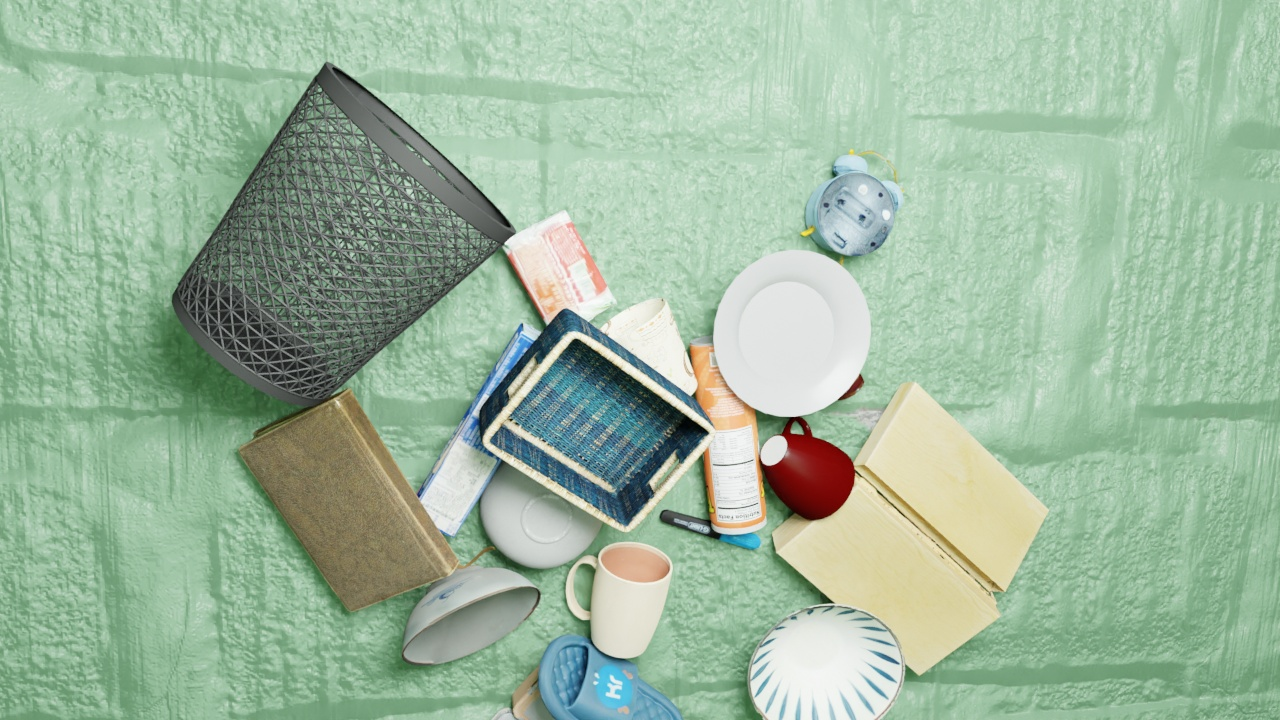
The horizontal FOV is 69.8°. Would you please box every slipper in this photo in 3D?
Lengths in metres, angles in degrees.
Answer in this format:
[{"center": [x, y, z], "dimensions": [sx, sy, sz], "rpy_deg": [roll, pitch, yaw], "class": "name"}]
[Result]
[{"center": [-0.023, 0.369, 1.006], "dimensions": [0.213, 0.103, 0.059], "rpy_deg": [38, 125, -24], "class": "slipper"}]

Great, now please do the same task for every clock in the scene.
[{"center": [0.233, -0.169, 0.996], "dimensions": [0.089, 0.051, 0.124], "rpy_deg": [34, 90, -12], "class": "clock"}]

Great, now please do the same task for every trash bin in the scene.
[{"center": [-0.276, -0.102, 0.837], "dimensions": [0.217, 0.217, 0.243], "rpy_deg": [42, 96, -14], "class": "trash bin"}]

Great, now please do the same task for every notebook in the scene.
[{"center": [-0.273, 0.138, 0.912], "dimensions": [0.190, 0.034, 0.215], "rpy_deg": [-23, 104, 24], "class": "notebook"}]

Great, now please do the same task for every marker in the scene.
[{"center": [0.080, 0.192, 1.041], "dimensions": [0.123, 0.015, 0.018], "rpy_deg": [18, 95, -11], "class": "marker"}]

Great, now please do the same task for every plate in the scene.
[{"center": [0.157, -0.028, 0.959], "dimensions": [0.172, 0.019, 0.173], "rpy_deg": [-2, 98, -12], "class": "plate"}]

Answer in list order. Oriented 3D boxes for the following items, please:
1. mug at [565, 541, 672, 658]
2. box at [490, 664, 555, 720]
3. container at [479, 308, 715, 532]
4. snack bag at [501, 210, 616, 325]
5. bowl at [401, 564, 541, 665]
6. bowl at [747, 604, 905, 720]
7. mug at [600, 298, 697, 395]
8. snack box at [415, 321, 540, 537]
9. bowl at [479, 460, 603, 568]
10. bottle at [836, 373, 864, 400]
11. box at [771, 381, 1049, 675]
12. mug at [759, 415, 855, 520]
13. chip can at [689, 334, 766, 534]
[{"center": [-0.028, 0.259, 1.003], "dimensions": [0.111, 0.085, 0.104], "rpy_deg": [15, 108, 15], "class": "mug"}, {"center": [-0.073, 0.454, 1.042], "dimensions": [0.148, 0.043, 0.216], "rpy_deg": [-45, 104, 3], "class": "box"}, {"center": [-0.043, 0.059, 0.892], "dimensions": [0.187, 0.071, 0.145], "rpy_deg": [36, 101, -24], "class": "container"}, {"center": [-0.085, -0.090, 0.954], "dimensions": [0.077, 0.036, 0.116], "rpy_deg": [-30, 103, -4], "class": "snack bag"}, {"center": [-0.184, 0.255, 0.958], "dimensions": [0.150, 0.151, 0.056], "rpy_deg": [-29, 62, -5], "class": "bowl"}, {"center": [0.205, 0.342, 1.053], "dimensions": [0.177, 0.070, 0.177], "rpy_deg": [-1, 106, -3], "class": "bowl"}, {"center": [-0.006, 0.006, 0.962], "dimensions": [0.122, 0.081, 0.097], "rpy_deg": [-24, 110, 13], "class": "mug"}, {"center": [-0.156, 0.070, 0.943], "dimensions": [0.059, 0.059, 0.226], "rpy_deg": [31, 98, -14], "class": "snack box"}, {"center": [-0.102, 0.158, 0.974], "dimensions": [0.131, 0.064, 0.132], "rpy_deg": [-2, 99, -11], "class": "bowl"}, {"center": [0.187, -0.029, 1.006], "dimensions": [0.056, 0.056, 0.162], "rpy_deg": [-38, 104, -4], "class": "bottle"}, {"center": [0.321, 0.198, 1.061], "dimensions": [0.247, 0.097, 0.261], "rpy_deg": [41, 83, -15], "class": "box"}, {"center": [0.173, 0.106, 1.006], "dimensions": [0.087, 0.113, 0.088], "rpy_deg": [-29, 131, 35], "class": "mug"}, {"center": [0.096, 0.079, 1.002], "dimensions": [0.062, 0.062, 0.210], "rpy_deg": [-9, 100, -10], "class": "chip can"}]
